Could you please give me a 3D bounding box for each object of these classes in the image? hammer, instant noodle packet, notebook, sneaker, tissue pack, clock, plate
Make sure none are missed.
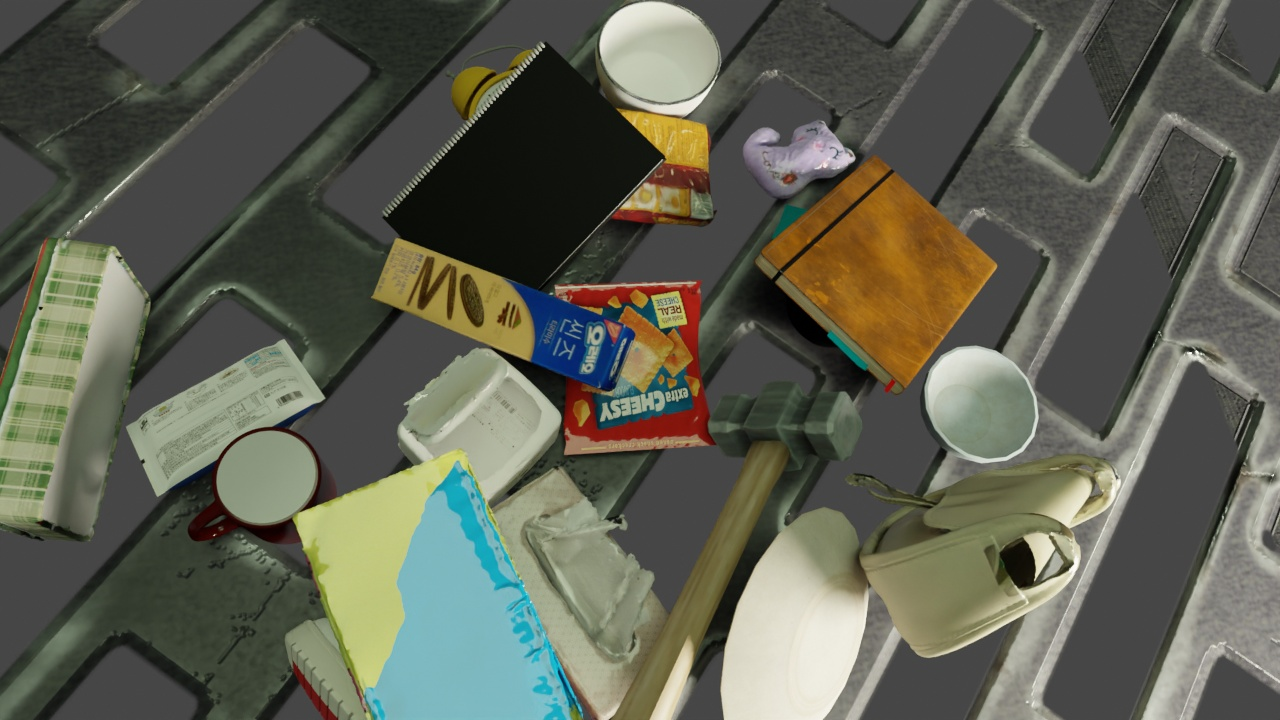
[{"bbox_3d":[0.057,0.145,0.671,0.051,0.117,0.321,56,50,-31],"label":"hammer"},{"bbox_3d":[0.010,-0.172,0.827,0.135,0.040,0.098,2,83,-26],"label":"instant noodle packet"},{"bbox_3d":[0.208,-0.088,0.817,0.178,0.014,0.248,44,49,6],"label":"notebook"},{"bbox_3d":[-0.141,0.254,0.655,0.236,0.091,0.104,40,53,10],"label":"sneaker"},{"bbox_3d":[-0.320,0.040,0.706,0.134,0.026,0.087,-33,51,-19],"label":"instant noodle packet"},{"bbox_3d":[-0.044,0.172,0.706,0.103,0.071,0.181,-32,76,-18],"label":"tissue pack"},{"bbox_3d":[-0.107,-0.220,0.836,0.113,0.052,0.152,-23,80,-16],"label":"clock"},{"bbox_3d":[0.127,0.204,0.675,0.027,0.189,0.188,12,62,41],"label":"plate"},{"bbox_3d":[-0.103,-0.148,0.785,0.149,0.016,0.207,45,95,7],"label":"notebook"}]

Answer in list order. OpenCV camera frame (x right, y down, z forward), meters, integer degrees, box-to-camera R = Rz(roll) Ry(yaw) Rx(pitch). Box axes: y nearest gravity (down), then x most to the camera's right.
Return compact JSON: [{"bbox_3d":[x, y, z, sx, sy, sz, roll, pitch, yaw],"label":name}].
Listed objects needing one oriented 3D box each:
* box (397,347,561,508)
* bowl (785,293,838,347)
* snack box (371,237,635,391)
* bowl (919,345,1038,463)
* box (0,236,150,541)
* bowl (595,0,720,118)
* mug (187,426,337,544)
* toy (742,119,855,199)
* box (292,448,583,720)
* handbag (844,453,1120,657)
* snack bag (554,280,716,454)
[{"bbox_3d":[-0.124,0.043,0.701,0.103,0.130,0.109,43,67,5],"label":"box"},{"bbox_3d":[0.169,-0.050,0.816,0.124,0.053,0.123,14,52,-19],"label":"bowl"},{"bbox_3d":[-0.110,-0.036,0.743,0.207,0.057,0.056,21,87,9],"label":"snack box"},{"bbox_3d":[0.296,0.043,0.821,0.106,0.039,0.106,3,71,-9],"label":"bowl"},{"bbox_3d":[-0.414,0.024,0.665,0.050,0.118,0.205,8,72,-12],"label":"box"},{"bbox_3d":[0.012,-0.272,0.866,0.116,0.066,0.116,3,71,-9],"label":"bowl"},{"bbox_3d":[-0.283,0.102,0.677,0.105,0.083,0.073,-28,78,-18],"label":"mug"},{"bbox_3d":[0.149,-0.198,0.881,0.099,0.036,0.080,-31,75,-17],"label":"toy"},{"bbox_3d":[-0.127,0.183,0.591,0.124,0.082,0.221,-24,78,-21],"label":"box"},{"bbox_3d":[0.239,0.117,0.676,0.228,0.185,0.132,-18,74,-55],"label":"handbag"},{"bbox_3d":[-0.005,0.005,0.781,0.130,0.039,0.144,-3,81,-11],"label":"snack bag"}]
